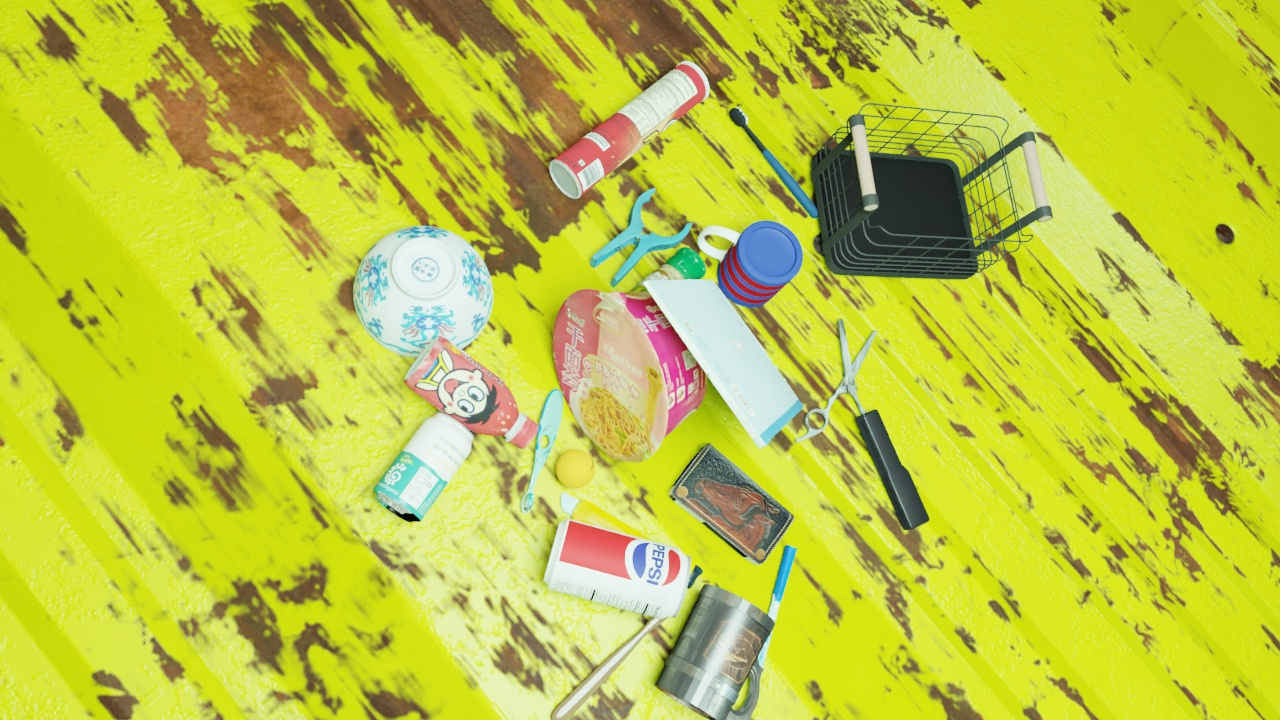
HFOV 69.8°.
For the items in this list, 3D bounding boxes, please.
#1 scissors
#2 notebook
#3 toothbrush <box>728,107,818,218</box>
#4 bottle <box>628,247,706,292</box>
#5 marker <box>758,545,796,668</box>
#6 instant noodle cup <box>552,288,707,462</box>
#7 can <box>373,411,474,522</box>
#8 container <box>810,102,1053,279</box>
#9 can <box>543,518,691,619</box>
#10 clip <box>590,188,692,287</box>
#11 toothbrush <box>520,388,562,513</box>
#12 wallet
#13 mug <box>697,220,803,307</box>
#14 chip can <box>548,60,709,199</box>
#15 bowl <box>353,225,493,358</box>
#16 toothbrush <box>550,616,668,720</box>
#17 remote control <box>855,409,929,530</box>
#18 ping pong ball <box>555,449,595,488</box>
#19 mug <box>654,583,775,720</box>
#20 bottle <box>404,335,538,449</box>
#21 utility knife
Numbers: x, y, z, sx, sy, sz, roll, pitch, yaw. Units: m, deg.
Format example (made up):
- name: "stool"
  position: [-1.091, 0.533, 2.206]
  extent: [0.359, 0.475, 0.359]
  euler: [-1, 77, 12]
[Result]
- name: "scissors"
  position: [0.225, 0.030, 1.043]
  extent: [0.161, 0.014, 0.141]
  euler: [-23, 83, -18]
- name: "notebook"
  position: [0.093, -0.008, 0.921]
  extent: [0.009, 0.253, 0.181]
  euler: [-37, 83, 17]
- name: "toothbrush"
  position: [0.162, -0.239, 1.108]
  extent: [0.167, 0.014, 0.014]
  euler: [52, 35, 3]
- name: "bottle"
  position: [0.021, -0.079, 1.011]
  extent: [0.110, 0.043, 0.043]
  euler: [-41, 86, -20]
- name: "marker"
  position: [0.138, 0.261, 0.952]
  extent: [0.013, 0.013, 0.141]
  euler: [22, 70, -7]
- name: "instant noodle cup"
  position: [-0.005, 0.005, 0.919]
  extent: [0.077, 0.179, 0.178]
  euler: [-22, 79, -36]
- name: "can"
  position: [-0.209, 0.104, 0.890]
  extent: [0.055, 0.055, 0.101]
  euler: [34, 69, -2]
- name: "container"
  position: [0.329, -0.195, 1.067]
  extent: [0.241, 0.130, 0.162]
  euler: [0, 73, -18]
- name: "can"
  position: [-0.023, 0.203, 0.891]
  extent: [0.132, 0.070, 0.070]
  euler: [16, 70, -2]
- name: "clip"
  position: [0.016, -0.128, 1.034]
  extent: [0.121, 0.031, 0.129]
  euler: [25, 69, -10]
- name: "toothbrush"
  position: [-0.101, 0.091, 0.941]
  extent: [0.022, 0.017, 0.135]
  euler: [20, 70, -17]
- name: "wallet"
  position: [0.097, 0.152, 0.970]
  extent: [0.123, 0.019, 0.072]
  euler: [40, 73, 0]
- name: "mug"
  position: [0.117, -0.117, 1.027]
  extent: [0.112, 0.076, 0.074]
  euler: [31, 69, -3]
- name: "chip can"
  position: [-0.011, -0.266, 1.054]
  extent: [0.214, 0.052, 0.052]
  euler: [-42, 87, -21]
- name: "bowl"
  position: [-0.219, -0.081, 0.933]
  extent: [0.144, 0.074, 0.143]
  euler: [4, 73, -13]
- name: "toothbrush"
  position: [-0.024, 0.293, 0.901]
  extent: [0.166, 0.016, 0.016]
  euler: [-41, 86, -19]
- name: "remote control"
  position: [0.282, 0.121, 1.023]
  extent: [0.032, 0.015, 0.136]
  euler: [-21, 84, -19]
- name: "ping pong ball"
  position: [-0.066, 0.110, 0.932]
  extent: [0.040, 0.040, 0.040]
  euler: [4, 72, -13]
- name: "mug"
  position: [0.084, 0.296, 0.898]
  extent: [0.116, 0.080, 0.107]
  euler: [39, 68, -21]
- name: "bottle"
  position: [-0.164, 0.038, 0.917]
  extent: [0.137, 0.062, 0.061]
  euler: [38, 68, -16]
- name: "utility knife"
  position: [-0.011, 0.182, 0.937]
  extent: [0.165, 0.017, 0.030]
  euler: [32, 64, -3]
